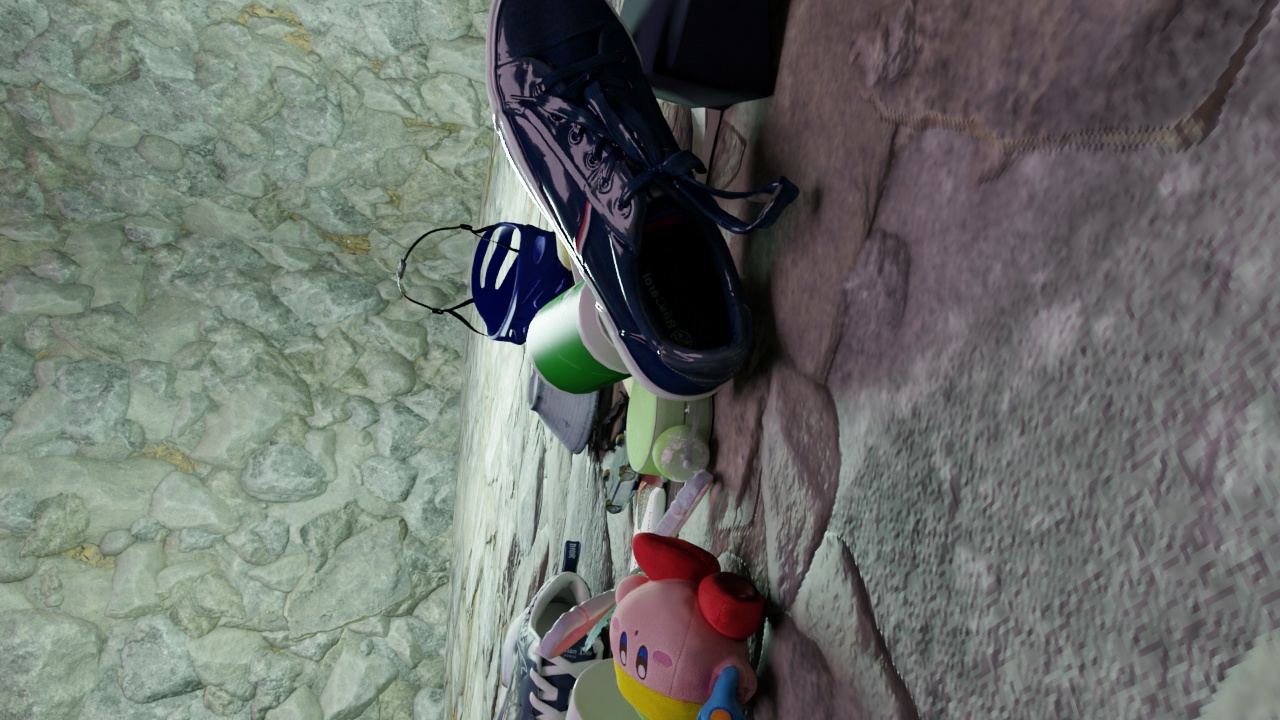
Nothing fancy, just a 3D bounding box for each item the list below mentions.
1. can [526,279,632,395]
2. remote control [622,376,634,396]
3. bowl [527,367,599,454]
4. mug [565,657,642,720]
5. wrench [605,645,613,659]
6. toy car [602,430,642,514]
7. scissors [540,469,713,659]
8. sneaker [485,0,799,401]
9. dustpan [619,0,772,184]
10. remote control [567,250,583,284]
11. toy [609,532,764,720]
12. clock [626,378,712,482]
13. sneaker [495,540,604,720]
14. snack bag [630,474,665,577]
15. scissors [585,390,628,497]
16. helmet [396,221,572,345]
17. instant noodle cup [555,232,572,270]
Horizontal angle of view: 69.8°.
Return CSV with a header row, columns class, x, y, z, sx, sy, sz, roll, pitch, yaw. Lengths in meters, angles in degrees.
class,x,y,z,sx,sy,sz,roll,pitch,yaw
can,-0.033,-0.023,0.752,0.140,0.087,0.087,-23,61,61
remote control,-0.005,0.005,0.814,0.125,0.018,0.038,-115,34,-60
bowl,-0.087,0.029,0.975,0.137,0.057,0.137,-173,91,-74
mug,-0.006,0.273,0.611,0.112,0.078,0.097,38,125,40
wrench,-0.026,0.375,0.750,0.070,0.010,0.273,147,127,-72
toy car,-0.012,0.095,0.782,0.090,0.027,0.038,111,162,-47
scissors,-0.005,0.141,0.610,0.177,0.013,0.170,-56,-19,14
sneaker,-0.004,-0.120,0.544,0.294,0.120,0.127,66,168,4
dustpan,0.039,-0.233,0.678,0.236,0.080,0.273,-131,56,-71
remote control,-0.037,-0.103,0.815,0.074,0.019,0.151,-1,106,43
toy,0.032,0.180,0.526,0.124,0.096,0.131,23,95,45
clock,0.021,0.041,0.650,0.119,0.042,0.094,141,132,-69
sneaker,-0.074,0.283,0.777,0.268,0.103,0.133,-91,16,-57
snack bag,0.002,0.167,0.727,0.057,0.013,0.158,-179,95,-74
scissors,-0.042,0.033,0.951,0.202,0.015,0.205,131,143,-62
helmet,-0.201,-0.115,1.200,0.241,0.227,0.148,-109,38,-56
instant noodle cup,-0.046,-0.149,0.903,0.100,0.100,0.113,-100,13,-48
